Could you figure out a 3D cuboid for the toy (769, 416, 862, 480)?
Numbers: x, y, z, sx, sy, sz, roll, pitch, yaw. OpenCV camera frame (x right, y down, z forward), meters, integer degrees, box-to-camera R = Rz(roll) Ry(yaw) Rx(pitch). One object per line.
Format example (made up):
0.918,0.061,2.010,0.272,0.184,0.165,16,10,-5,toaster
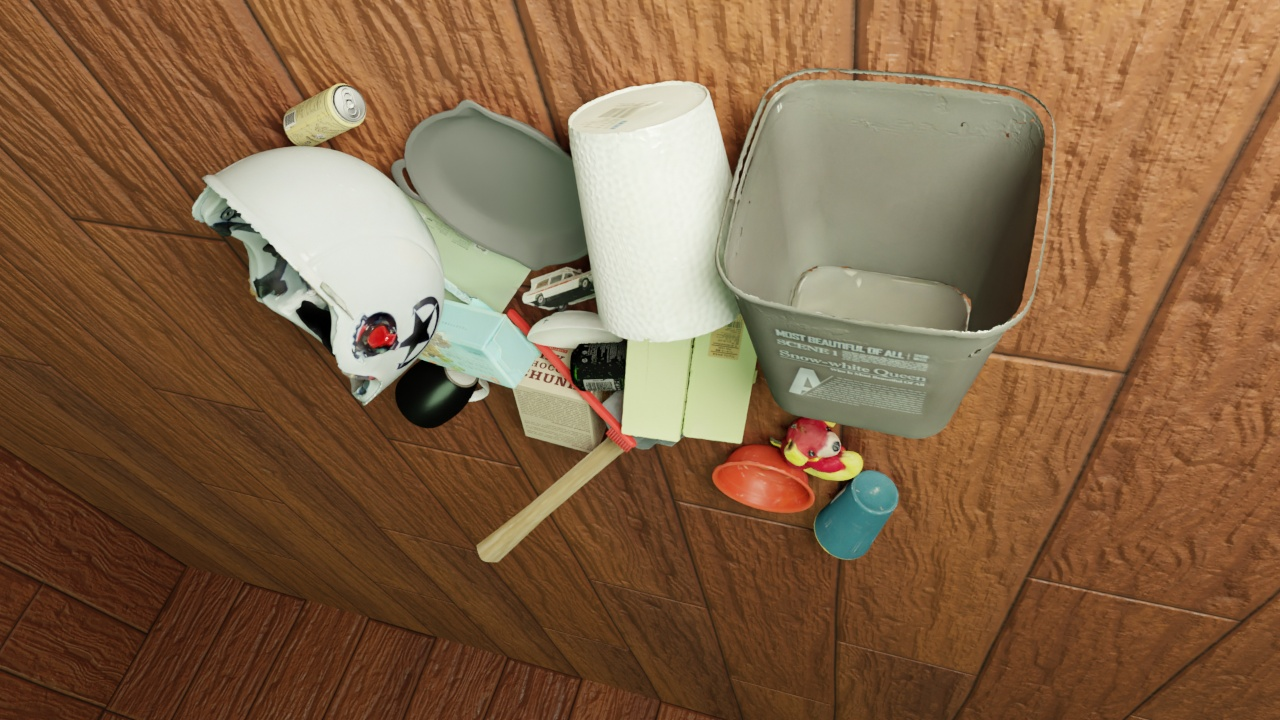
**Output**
0.199,0.101,1.057,0.106,0.067,0.137,7,161,25,toy

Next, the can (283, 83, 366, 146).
-0.284,-0.219,0.824,0.080,0.038,0.038,-8,141,39,can

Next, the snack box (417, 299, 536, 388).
-0.205,-0.026,1.031,0.175,0.053,0.075,16,154,35,snack box

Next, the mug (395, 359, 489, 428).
-0.243,0.032,1.194,0.118,0.084,0.100,5,152,-42,mug

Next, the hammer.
-0.085,0.149,1.119,0.324,0.051,0.117,-42,148,21,hammer

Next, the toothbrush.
-0.081,0.022,1.027,0.212,0.012,0.018,46,113,11,toothbrush

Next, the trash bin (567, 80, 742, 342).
0.014,-0.116,0.700,0.133,0.133,0.161,4,126,26,trash bin

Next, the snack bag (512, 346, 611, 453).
-0.091,0.061,1.145,0.094,0.069,0.207,14,150,10,snack bag

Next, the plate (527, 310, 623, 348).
-0.071,-0.036,0.995,0.104,0.026,0.104,-1,169,0,plate

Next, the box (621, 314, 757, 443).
0.051,0.010,0.940,0.137,0.024,0.187,6,128,-1,box

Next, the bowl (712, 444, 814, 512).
0.158,0.142,1.155,0.130,0.045,0.131,15,150,9,bowl

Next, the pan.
-0.062,-0.149,0.822,0.355,0.024,0.217,10,149,17,pan

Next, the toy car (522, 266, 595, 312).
-0.071,-0.078,0.935,0.039,0.039,0.113,14,160,-43,toy car

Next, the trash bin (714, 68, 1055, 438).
0.174,-0.060,0.678,0.197,0.197,0.220,11,156,16,trash bin

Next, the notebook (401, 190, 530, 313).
-0.236,-0.096,1.031,0.182,0.010,0.253,27,149,-13,notebook

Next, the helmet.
-0.281,-0.102,0.866,0.236,0.163,0.264,39,160,22,helmet

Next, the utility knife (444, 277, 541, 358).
-0.178,-0.058,1.025,0.177,0.022,0.016,39,144,-23,utility knife

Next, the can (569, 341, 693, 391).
-0.006,0.006,0.992,0.138,0.053,0.054,-2,147,8,can

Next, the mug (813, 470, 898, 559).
0.271,0.189,1.142,0.078,0.078,0.122,18,145,3,mug
